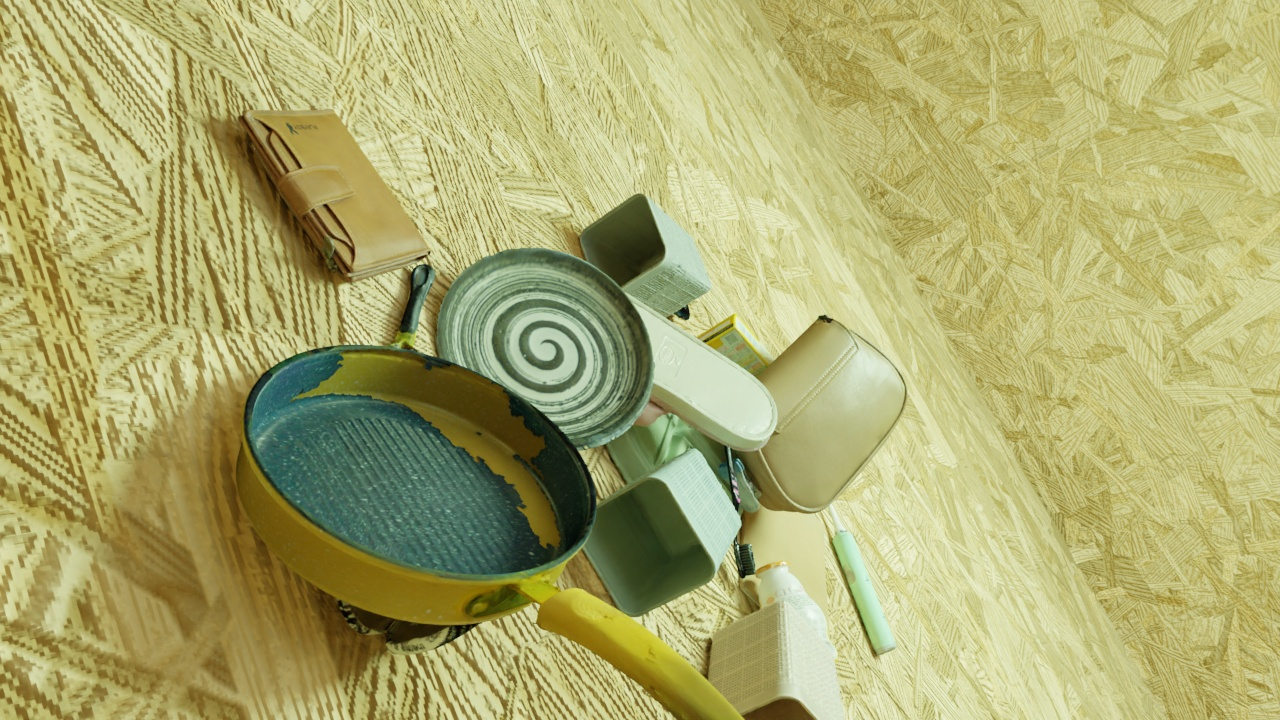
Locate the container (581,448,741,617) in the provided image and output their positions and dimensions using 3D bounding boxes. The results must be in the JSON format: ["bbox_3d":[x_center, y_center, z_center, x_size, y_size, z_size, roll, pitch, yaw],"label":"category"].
[{"bbox_3d":[0.019,0.130,0.733,0.090,0.090,0.111,59,22,1],"label":"container"}]

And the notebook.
[{"bbox_3d":[0.155,0.206,0.982,0.149,0.012,0.211,46,28,-21],"label":"notebook"}]

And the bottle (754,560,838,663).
[{"bbox_3d":[0.139,0.242,0.848,0.063,0.063,0.108,24,41,-50],"label":"bottle"}]

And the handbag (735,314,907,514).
[{"bbox_3d":[0.177,0.058,0.956,0.204,0.100,0.148,-41,104,-26],"label":"handbag"}]

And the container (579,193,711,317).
[{"bbox_3d":[0.010,-0.104,0.983,0.114,0.090,0.090,25,41,-54],"label":"container"}]

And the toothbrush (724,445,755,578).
[{"bbox_3d":[0.089,0.111,0.871,0.014,0.018,0.189,14,68,-69],"label":"toothbrush"}]

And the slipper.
[{"bbox_3d":[-0.005,0.005,0.810,0.274,0.055,0.113,27,44,-9],"label":"slipper"}]

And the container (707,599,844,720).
[{"bbox_3d":[0.108,0.267,0.739,0.090,0.090,0.110,49,24,-18],"label":"container"}]

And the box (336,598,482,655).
[{"bbox_3d":[-0.110,0.102,0.540,0.085,0.075,0.161,59,26,-10],"label":"box"}]

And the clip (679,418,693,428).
[{"bbox_3d":[0.042,0.017,0.902,0.098,0.035,0.099,-2,56,-57],"label":"clip"}]

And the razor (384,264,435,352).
[{"bbox_3d":[-0.166,-0.026,0.653,0.042,0.022,0.142,4,37,-5],"label":"razor"}]

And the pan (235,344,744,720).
[{"bbox_3d":[-0.065,0.094,0.462,0.197,0.078,0.357,-3,38,-48],"label":"pan"}]

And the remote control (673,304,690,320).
[{"bbox_3d":[0.027,-0.102,1.084,0.053,0.024,0.136,30,38,-48],"label":"remote control"}]

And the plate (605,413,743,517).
[{"bbox_3d":[0.033,0.069,0.898,0.230,0.028,0.229,43,28,-30],"label":"plate"}]

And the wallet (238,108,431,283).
[{"bbox_3d":[-0.219,-0.118,0.652,0.130,0.035,0.118,56,19,-3],"label":"wallet"}]

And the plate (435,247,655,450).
[{"bbox_3d":[-0.074,-0.008,0.726,0.179,0.024,0.179,11,59,-19],"label":"plate"}]

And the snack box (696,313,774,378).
[{"bbox_3d":[0.111,0.023,1.020,0.140,0.087,0.033,48,27,-20],"label":"snack box"}]

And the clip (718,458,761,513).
[{"bbox_3d":[0.098,0.123,0.895,0.057,0.024,0.028,58,28,-16],"label":"clip"}]

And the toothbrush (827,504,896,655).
[{"bbox_3d":[0.253,0.240,1.101,0.027,0.027,0.224,5,54,-33],"label":"toothbrush"}]
